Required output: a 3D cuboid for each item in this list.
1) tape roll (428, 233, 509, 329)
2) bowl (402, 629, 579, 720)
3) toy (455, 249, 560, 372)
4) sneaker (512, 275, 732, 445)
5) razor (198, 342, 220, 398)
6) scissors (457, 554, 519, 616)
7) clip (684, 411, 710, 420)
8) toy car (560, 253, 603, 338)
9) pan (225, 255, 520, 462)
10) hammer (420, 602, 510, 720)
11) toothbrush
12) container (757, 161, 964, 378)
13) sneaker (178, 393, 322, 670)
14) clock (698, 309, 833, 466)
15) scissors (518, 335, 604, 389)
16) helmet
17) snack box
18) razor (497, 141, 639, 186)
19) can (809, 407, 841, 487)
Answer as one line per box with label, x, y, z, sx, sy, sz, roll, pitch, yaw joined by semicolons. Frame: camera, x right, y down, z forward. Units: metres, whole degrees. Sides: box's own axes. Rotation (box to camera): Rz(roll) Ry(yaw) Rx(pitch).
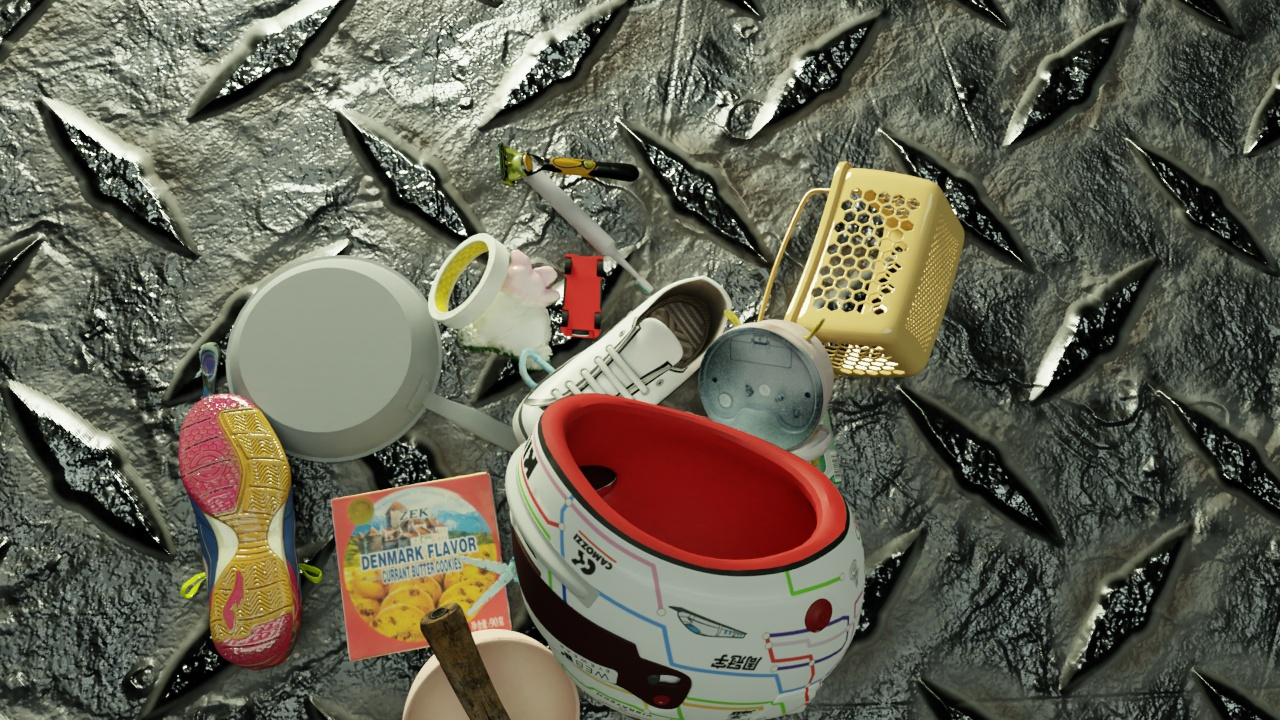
tape roll;-0.162;-0.075;0.861;0.019;0.094;0.094;35;74;-38
bowl;-0.133;0.294;0.786;0.153;0.076;0.153;-3;100;-19
toy;-0.119;-0.049;0.880;0.095;0.041;0.109;21;84;-17
sneaker;-0.005;0.005;0.833;0.244;0.097;0.091;-37;87;-24
razor;-0.397;0.051;0.845;0.044;0.018;0.141;-6;80;-7
scissors;-0.113;0.179;0.824;0.129;0.014;0.118;24;61;-40
clip;0.064;0.061;0.893;0.060;0.023;0.045;-20;83;-4
toy car;-0.057;-0.064;0.896;0.038;0.025;0.089;4;73;-6
pan;-0.218;0.027;0.860;0.356;0.051;0.200;25;78;2
hammer;-0.106;0.345;0.747;0.120;0.033;0.330;-25;106;-12
toothbrush;-0.055;-0.134;0.917;0.188;0.019;0.018;45;59;4
container;0.204;-0.083;0.890;0.167;0.129;0.183;10;74;39
sneaker;-0.351;0.149;0.802;0.116;0.091;0.241;-12;70;-12
clock;0.117;0.036;0.827;0.117;0.058;0.158;7;112;30
scissors;-0.062;0.024;0.872;0.130;0.014;0.125;30;66;-18
helmet;0.025;0.177;0.755;0.314;0.230;0.237;16;121;-13
snack box;-0.196;0.184;0.829;0.142;0.040;0.145;-9;80;-8
razor;-0.069;-0.192;0.915;0.144;0.021;0.044;1;67;-20
can;0.159;0.081;0.881;0.053;0.053;0.101;-9;80;-8
